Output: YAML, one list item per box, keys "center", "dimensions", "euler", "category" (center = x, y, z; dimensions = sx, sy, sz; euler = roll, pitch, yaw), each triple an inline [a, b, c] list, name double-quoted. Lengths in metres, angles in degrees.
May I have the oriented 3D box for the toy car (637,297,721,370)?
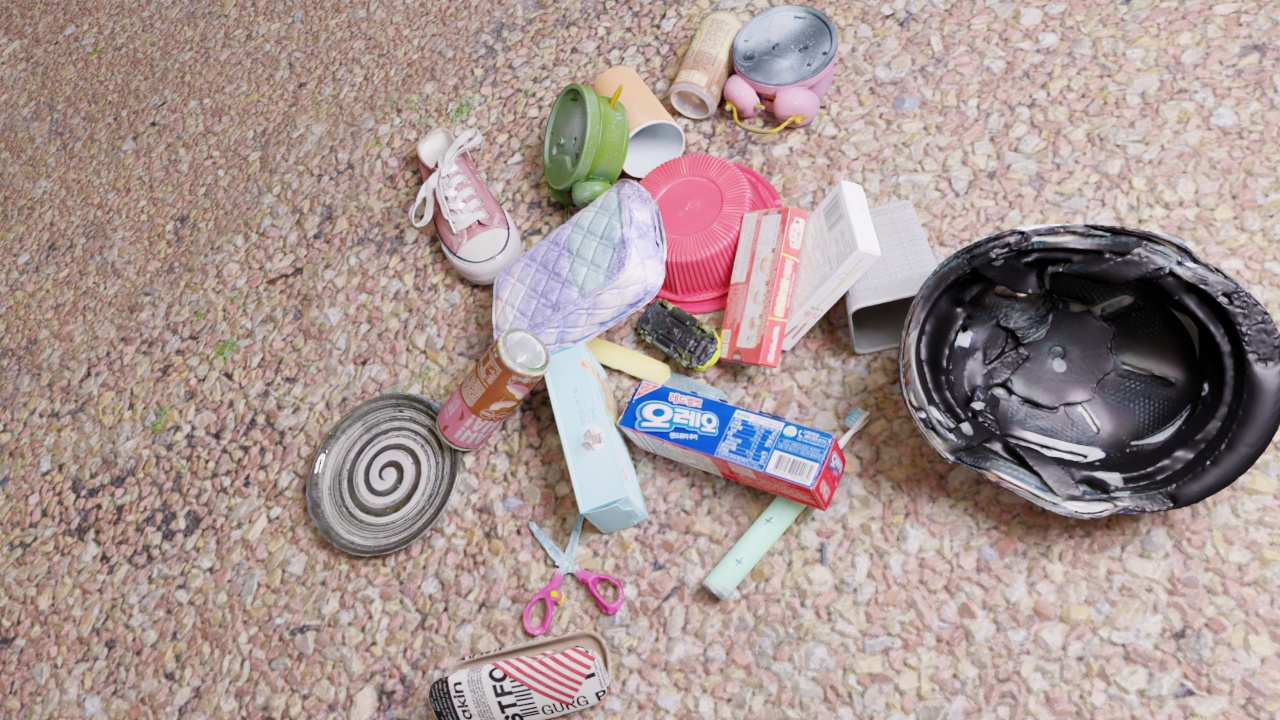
- center: [0.041, -0.026, 0.936]
  dimensions: [0.105, 0.032, 0.048]
  euler: [35, 95, 41]
  category: "toy car"

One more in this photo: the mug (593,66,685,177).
- center: [-0.008, -0.278, 1.053]
  dimensions: [0.078, 0.078, 0.122]
  euler: [-27, 55, 2]
  category: "mug"

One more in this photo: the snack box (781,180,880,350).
- center: [0.163, -0.087, 0.869]
  dimensions: [0.027, 0.157, 0.084]
  euler: [11, 53, -22]
  category: "snack box"

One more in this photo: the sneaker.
- center: [-0.213, -0.192, 1.060]
  dimensions: [0.118, 0.088, 0.241]
  euler: [-28, 60, 2]
  category: "sneaker"

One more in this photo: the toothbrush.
- center: [0.138, 0.129, 0.841]
  dimensions: [0.224, 0.026, 0.027]
  euler: [-47, 57, -8]
  category: "toothbrush"

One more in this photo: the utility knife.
- center: [-0.006, 0.006, 0.946]
  dimensions: [0.221, 0.022, 0.031]
  euler: [19, 73, 30]
  category: "utility knife"

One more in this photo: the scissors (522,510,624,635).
- center: [-0.065, 0.200, 0.874]
  dimensions: [0.130, 0.017, 0.133]
  euler: [7, 64, 22]
  category: "scissors"

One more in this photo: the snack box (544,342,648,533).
- center: [-0.045, 0.075, 0.893]
  dimensions: [0.051, 0.074, 0.174]
  euler: [-21, 62, 5]
  category: "snack box"

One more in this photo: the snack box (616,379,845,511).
- center: [0.080, 0.075, 0.847]
  dimensions: [0.208, 0.058, 0.057]
  euler: [15, 68, 32]
  category: "snack box"

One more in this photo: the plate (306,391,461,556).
- center: [-0.266, 0.119, 0.967]
  dimensions: [0.180, 0.024, 0.179]
  euler: [-7, 65, 15]
  category: "plate"

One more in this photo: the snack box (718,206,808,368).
- center: [0.117, -0.071, 0.892]
  dimensions: [0.075, 0.025, 0.153]
  euler: [9, 88, 61]
  category: "snack box"

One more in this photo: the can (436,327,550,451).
- center: [-0.148, 0.030, 0.910]
  dimensions: [0.148, 0.057, 0.058]
  euler: [-45, 53, 38]
  category: "can"

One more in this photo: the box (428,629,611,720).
- center: [-0.104, 0.288, 0.830]
  dimensions: [0.163, 0.083, 0.075]
  euler: [-18, 102, 7]
  category: "box"

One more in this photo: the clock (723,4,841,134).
- center: [0.157, -0.320, 1.030]
  dimensions: [0.117, 0.060, 0.158]
  euler: [18, 70, 22]
  category: "clock"

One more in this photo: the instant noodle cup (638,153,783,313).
- center: [0.057, -0.148, 0.974]
  dimensions: [0.194, 0.066, 0.193]
  euler: [-6, 65, 13]
  category: "instant noodle cup"

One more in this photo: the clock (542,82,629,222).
- center: [-0.063, -0.224, 1.013]
  dimensions: [0.116, 0.056, 0.161]
  euler: [30, 111, 59]
  category: "clock"

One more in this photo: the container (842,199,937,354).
- center: [0.235, -0.082, 0.879]
  dimensions: [0.090, 0.090, 0.114]
  euler: [-12, 59, 10]
  category: "container"

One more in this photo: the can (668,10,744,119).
- center: [0.079, -0.341, 1.062]
  dimensions: [0.058, 0.058, 0.116]
  euler: [16, 71, 22]
  category: "can"

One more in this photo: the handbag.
- center: [-0.064, -0.083, 0.931]
  dimensions: [0.194, 0.075, 0.134]
  euler: [-30, 49, 30]
  category: "handbag"

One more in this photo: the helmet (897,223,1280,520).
- center: [0.350, 0.000, 0.760]
  dimensions: [0.274, 0.156, 0.230]
  euler: [12, 101, 9]
  category: "helmet"
